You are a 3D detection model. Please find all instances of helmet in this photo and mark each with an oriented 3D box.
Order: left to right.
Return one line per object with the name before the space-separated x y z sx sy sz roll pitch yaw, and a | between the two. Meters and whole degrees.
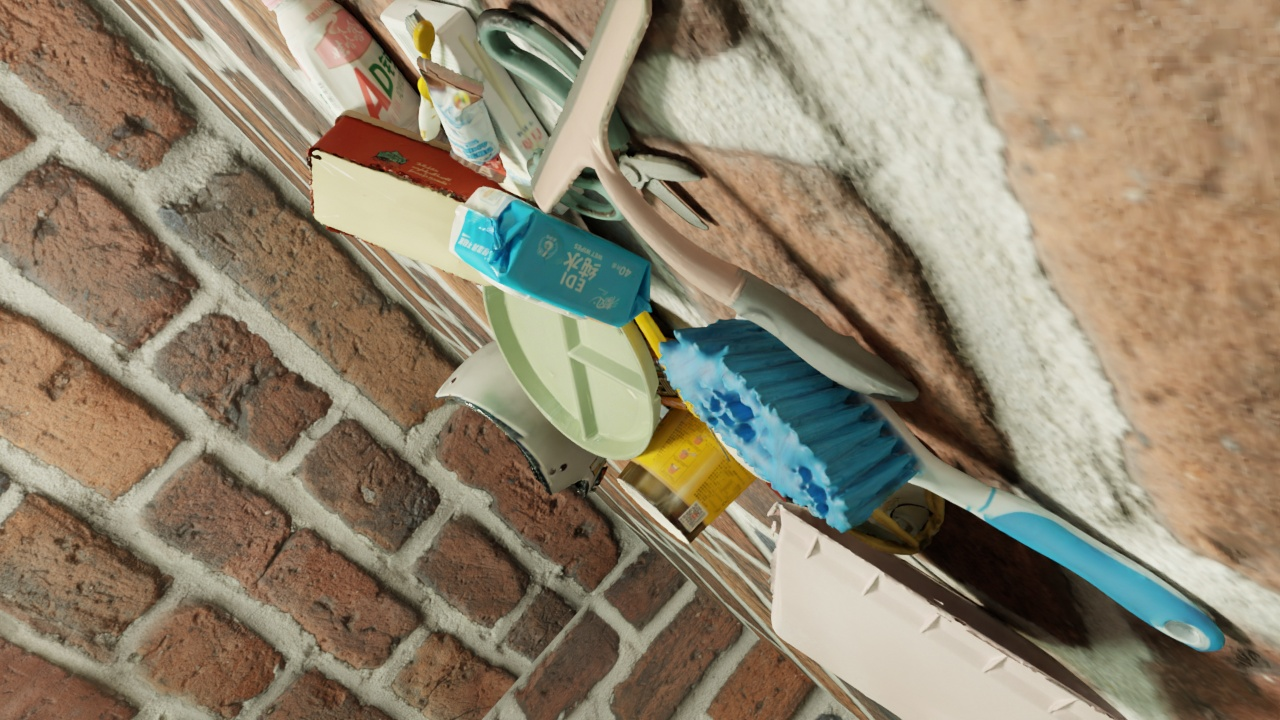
helmet | -0.117 0.049 1.152 0.230 0.157 0.274 39 179 13

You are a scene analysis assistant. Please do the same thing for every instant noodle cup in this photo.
instant noodle cup | 0.049 0.102 0.874 0.118 0.114 0.118 41 168 10

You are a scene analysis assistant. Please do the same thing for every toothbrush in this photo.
toothbrush | -0.143 -0.182 0.607 0.018 0.016 0.191 55 167 -2

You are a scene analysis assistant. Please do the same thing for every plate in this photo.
plate | -0.064 -0.009 0.845 0.230 0.027 0.231 34 143 30

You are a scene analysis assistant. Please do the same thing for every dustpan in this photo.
dustpan | 0.199 0.156 0.636 0.222 0.138 0.274 33 153 15

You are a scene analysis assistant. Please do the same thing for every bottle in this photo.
bottle | -0.233 -0.231 0.756 0.197 0.068 0.068 54 165 -31

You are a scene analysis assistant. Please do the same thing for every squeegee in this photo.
squeegee | 0.046 -0.049 0.484 0.249 0.040 0.248 39 160 -5

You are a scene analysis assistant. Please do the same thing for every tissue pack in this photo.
tissue pack | -0.064 -0.071 0.667 0.140 0.063 0.090 20 -172 -41

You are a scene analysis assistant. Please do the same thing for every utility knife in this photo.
utility knife | 0.026 0.010 0.695 0.033 0.015 0.208 50 -173 -40

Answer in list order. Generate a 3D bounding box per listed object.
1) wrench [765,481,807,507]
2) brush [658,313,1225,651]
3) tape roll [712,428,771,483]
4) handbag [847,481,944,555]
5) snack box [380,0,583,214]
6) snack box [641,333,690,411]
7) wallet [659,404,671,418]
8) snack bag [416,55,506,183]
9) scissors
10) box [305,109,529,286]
wrench | 0.216 0.185 0.819 0.273 0.016 0.056 38 -165 37
brush | 0.147 0.064 0.501 0.314 0.109 0.061 44 145 31
tape roll | 0.088 0.062 0.742 0.086 0.014 0.085 39 -159 -18
handbag | 0.134 0.080 0.655 0.163 0.063 0.179 36 171 38
snack box | -0.105 -0.171 0.624 0.085 0.026 0.157 32 164 44
snack box | -0.005 0.005 0.851 0.154 0.026 0.075 11 145 47
wallet | 0.054 0.071 0.998 0.121 0.019 0.097 39 170 13
snack bag | -0.111 -0.151 0.583 0.048 0.026 0.104 27 166 8
scissors | -0.038 -0.135 0.528 0.170 0.019 0.181 19 153 51
box | -0.181 -0.123 0.738 0.168 0.075 0.092 20 138 3
